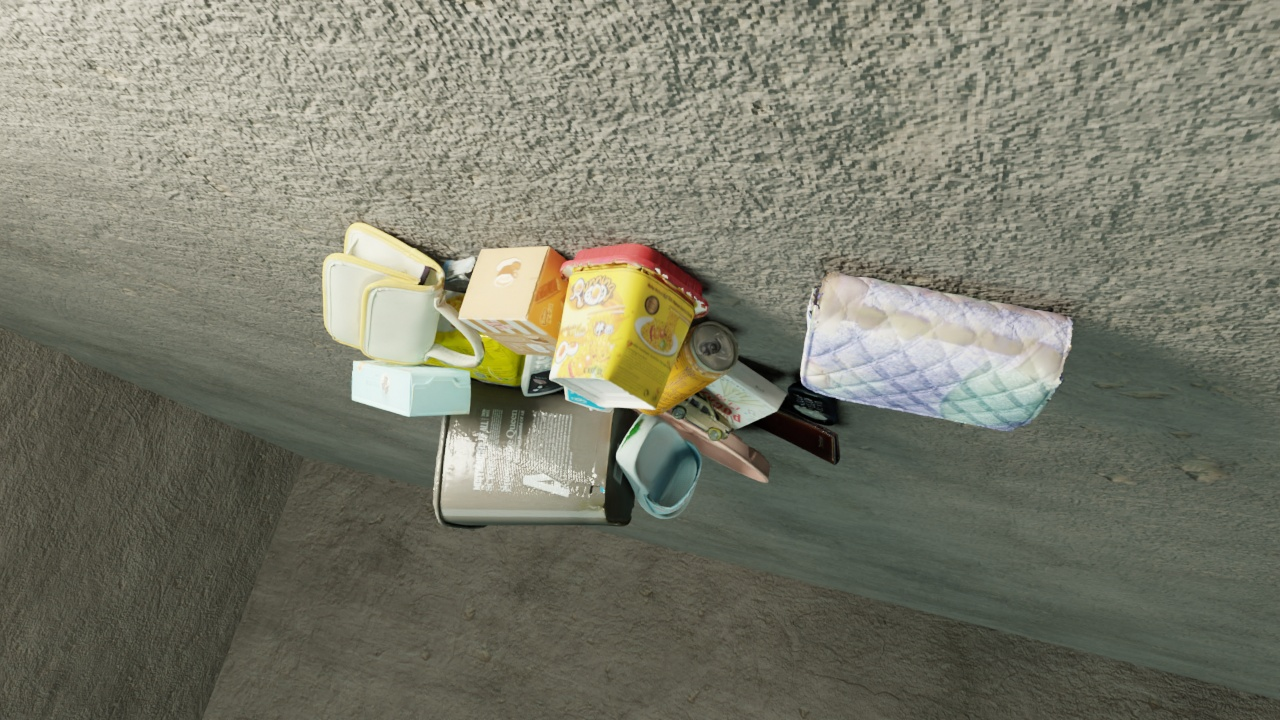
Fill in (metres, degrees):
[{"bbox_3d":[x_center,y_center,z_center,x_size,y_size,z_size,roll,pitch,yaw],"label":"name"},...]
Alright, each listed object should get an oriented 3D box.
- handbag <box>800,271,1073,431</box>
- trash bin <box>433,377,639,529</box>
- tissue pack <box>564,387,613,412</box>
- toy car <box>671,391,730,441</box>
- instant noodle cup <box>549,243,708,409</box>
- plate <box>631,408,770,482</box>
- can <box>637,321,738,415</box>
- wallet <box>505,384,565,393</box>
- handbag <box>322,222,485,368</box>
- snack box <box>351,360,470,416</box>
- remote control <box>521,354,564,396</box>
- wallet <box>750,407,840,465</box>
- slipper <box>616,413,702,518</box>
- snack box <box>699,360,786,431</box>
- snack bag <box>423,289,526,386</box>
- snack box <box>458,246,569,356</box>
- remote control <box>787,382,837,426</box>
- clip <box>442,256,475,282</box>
[{"bbox_3d":[0.229,-0.009,0.741,0.194,0.075,0.134,12,159,11],"label":"handbag"},{"bbox_3d":[-0.126,0.130,1.199,0.220,0.199,0.198,3,170,15],"label":"trash bin"},{"bbox_3d":[-0.041,-0.002,0.991,0.063,0.089,0.140,17,163,1],"label":"tissue pack"},{"bbox_3d":[0.068,0.059,1.061,0.090,0.035,0.042,34,-162,-14],"label":"toy car"},{"bbox_3d":[-0.017,-0.026,0.828,0.116,0.123,0.116,0,157,44],"label":"instant noodle cup"},{"bbox_3d":[0.073,0.093,1.210,0.229,0.028,0.229,30,171,5],"label":"plate"},{"bbox_3d":[0.042,0.011,0.965,0.058,0.058,0.146,22,151,-20],"label":"can"},{"bbox_3d":[-0.124,0.059,1.347,0.133,0.040,0.106,34,162,-33],"label":"wallet"},{"bbox_3d":[-0.248,-0.047,0.979,0.179,0.063,0.164,25,145,-3],"label":"handbag"},{"bbox_3d":[-0.270,0.030,1.068,0.074,0.051,0.175,0,-176,-38],"label":"snack box"},{"bbox_3d":[-0.106,0.000,1.077,0.058,0.021,0.150,-11,154,-18],"label":"remote control"},{"bbox_3d":[0.185,0.081,1.115,0.122,0.020,0.096,26,166,23],"label":"wallet"},{"bbox_3d":[0.037,0.142,1.192,0.074,0.104,0.245,28,165,27],"label":"slipper"},{"bbox_3d":[0.103,0.039,1.068,0.084,0.026,0.157,33,161,-4],"label":"snack box"},{"bbox_3d":[-0.235,-0.031,1.124,0.247,0.068,0.158,10,163,18],"label":"snack bag"},{"bbox_3d":[-0.105,-0.056,0.898,0.093,0.077,0.094,4,160,37],"label":"snack box"},{"bbox_3d":[0.196,0.046,1.032,0.053,0.024,0.136,16,168,19],"label":"remote control"},{"bbox_3d":[-0.185,-0.093,0.947,0.057,0.024,0.029,2,155,35],"label":"clip"}]
